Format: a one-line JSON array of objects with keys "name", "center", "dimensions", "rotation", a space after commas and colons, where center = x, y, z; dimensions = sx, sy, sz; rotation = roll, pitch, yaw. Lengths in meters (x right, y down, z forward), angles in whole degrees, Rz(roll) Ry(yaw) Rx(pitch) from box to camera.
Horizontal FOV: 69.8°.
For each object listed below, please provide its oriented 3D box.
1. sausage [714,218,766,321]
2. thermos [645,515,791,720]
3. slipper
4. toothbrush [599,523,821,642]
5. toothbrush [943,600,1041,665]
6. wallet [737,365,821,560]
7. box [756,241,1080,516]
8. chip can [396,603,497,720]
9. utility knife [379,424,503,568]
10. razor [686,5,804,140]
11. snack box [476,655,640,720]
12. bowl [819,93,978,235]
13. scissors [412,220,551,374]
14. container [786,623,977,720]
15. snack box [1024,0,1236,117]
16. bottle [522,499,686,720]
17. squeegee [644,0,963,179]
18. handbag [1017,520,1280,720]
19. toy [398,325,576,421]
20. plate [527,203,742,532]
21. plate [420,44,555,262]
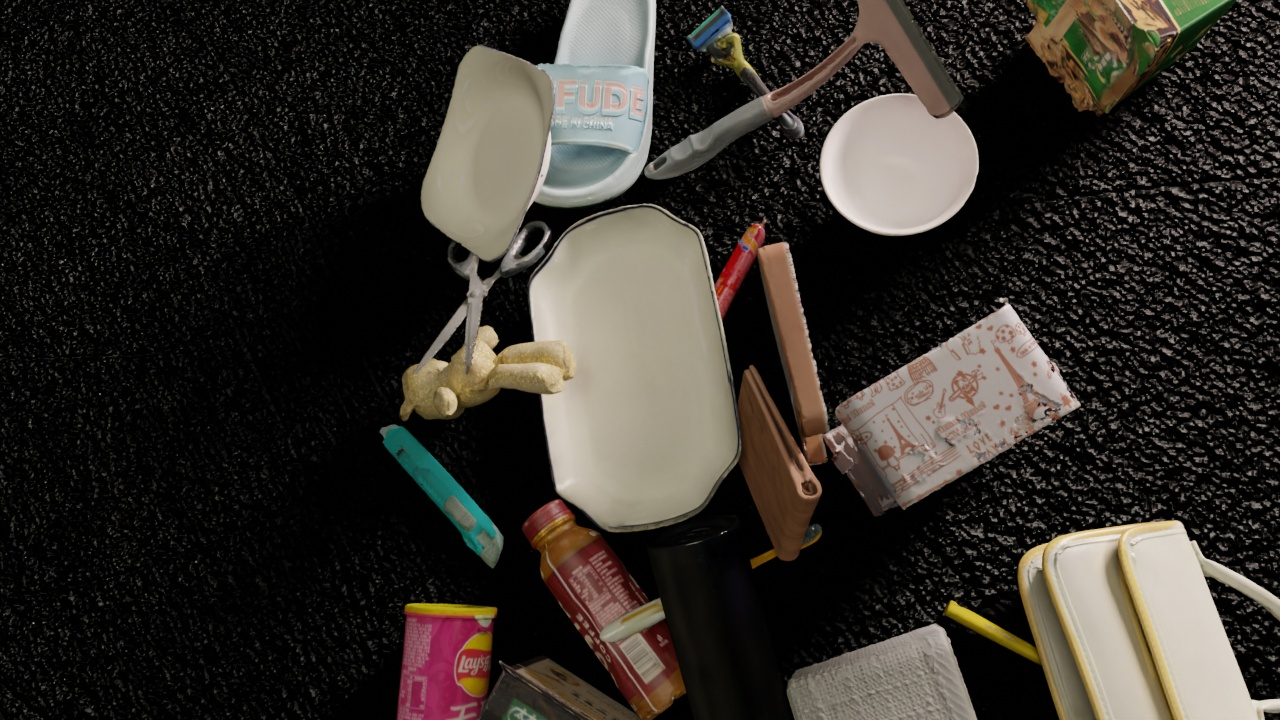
[{"name": "sausage", "center": [0.067, -0.051, 0.761], "dimensions": [0.020, 0.020, 0.155], "rotation": [26, 82, 15]}, {"name": "thermos", "center": [0.066, 0.234, 0.625], "dimensions": [0.068, 0.090, 0.242], "rotation": [-15, 91, 13]}, {"name": "slipper", "center": [-0.039, -0.247, 0.799], "dimensions": [0.104, 0.074, 0.245], "rotation": [7, 77, 11]}, {"name": "toothbrush", "center": [0.056, 0.163, 0.680], "dimensions": [0.191, 0.018, 0.016], "rotation": [-21, 61, -18]}, {"name": "toothbrush", "center": [0.310, 0.221, 0.655], "dimensions": [0.190, 0.016, 0.016], "rotation": [26, 78, 15]}, {"name": "wallet", "center": [0.095, 0.076, 0.672], "dimensions": [0.020, 0.101, 0.115], "rotation": [-15, 55, -12]}, {"name": "box", "center": [0.164, 0.001, 0.650], "dimensions": [0.156, 0.183, 0.193], "rotation": [-30, 76, 1]}, {"name": "chip can", "center": [-0.151, 0.293, 0.692], "dimensions": [0.071, 0.071, 0.210], "rotation": [0, 77, 10]}, {"name": "utility knife", "center": [-0.167, 0.109, 0.768], "dimensions": [0.029, 0.013, 0.157], "rotation": [-45, 74, -4]}, {"name": "razor", "center": [0.098, -0.244, 0.800], "dimensions": [0.043, 0.022, 0.142], "rotation": [-40, 73, 16]}, {"name": "snack box", "center": [-0.048, 0.259, 0.652], "dimensions": [0.113, 0.125, 0.053], "rotation": [27, 85, 15]}, {"name": "bowl", "center": [0.203, -0.145, 0.735], "dimensions": [0.118, 0.065, 0.118], "rotation": [-2, 77, 9]}, {"name": "scissors", "center": [-0.135, -0.060, 0.763], "dimensions": [0.175, 0.014, 0.159], "rotation": [-36, 46, -11]}, {"name": "container", "center": [0.168, 0.244, 0.638], "dimensions": [0.114, 0.090, 0.090], "rotation": [-18, 74, 9]}, {"name": "snack box", "center": [0.383, -0.274, 0.709], "dimensions": [0.105, 0.117, 0.118], "rotation": [-28, 76, -2]}, {"name": "bottle", "center": [-0.026, 0.186, 0.701], "dimensions": [0.057, 0.057, 0.175], "rotation": [-38, 73, -1]}, {"name": "squeegee", "center": [0.108, -0.217, 0.758], "dimensions": [0.250, 0.040, 0.247], "rotation": [-31, 56, 25]}, {"name": "handbag", "center": [0.369, 0.189, 0.622], "dimensions": [0.179, 0.063, 0.163], "rotation": [-10, 69, -2]}, {"name": "toy", "center": [-0.126, 0.015, 0.745], "dimensions": [0.157, 0.066, 0.104], "rotation": [-10, 41, 26]}, {"name": "plate", "center": [-0.004, 0.004, 0.741], "dimensions": [0.162, 0.034, 0.265], "rotation": [-16, 72, 18]}, {"name": "plate", "center": [-0.123, -0.175, 0.783], "dimensions": [0.164, 0.034, 0.164], "rotation": [36, 111, 43]}]
